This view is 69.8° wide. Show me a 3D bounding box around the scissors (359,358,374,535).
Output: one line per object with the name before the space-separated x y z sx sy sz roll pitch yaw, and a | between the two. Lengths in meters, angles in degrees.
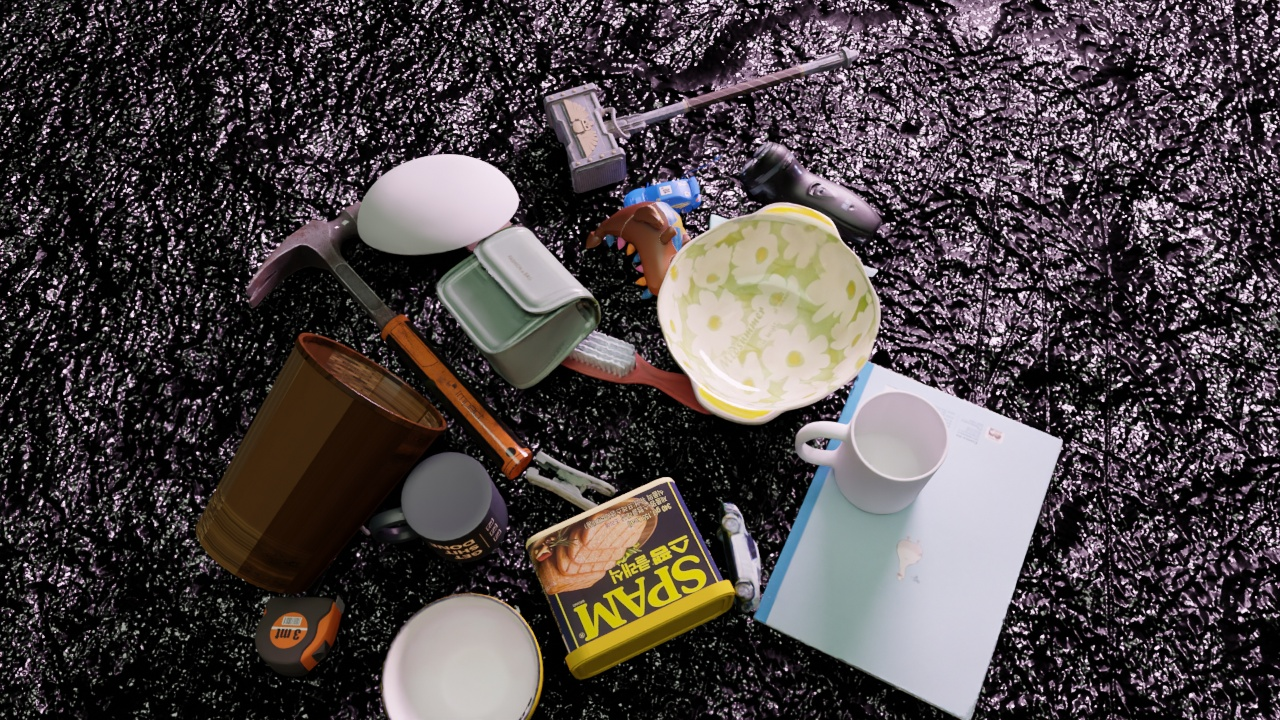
scissors | -0.259 0.073 0.803 0.158 0.014 0.141 40 74 15

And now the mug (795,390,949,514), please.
mug | 0.180 0.072 0.735 0.110 0.091 0.073 9 66 7

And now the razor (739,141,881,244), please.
razor | 0.162 -0.158 0.864 0.140 0.064 0.053 32 71 16

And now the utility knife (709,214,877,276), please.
utility knife | 0.143 -0.105 0.871 0.166 0.015 0.022 18 66 6

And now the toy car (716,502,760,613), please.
toy car | 0.081 0.157 0.740 0.027 0.039 0.089 -8 67 -4

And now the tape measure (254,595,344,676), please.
tape measure | -0.271 0.219 0.727 0.058 0.038 0.058 0 52 1

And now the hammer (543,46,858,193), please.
hammer | 0.071 -0.263 0.925 0.322 0.044 0.098 -19 67 -6

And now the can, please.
can | -0.010 0.169 0.719 0.135 0.075 0.104 -23 65 -8

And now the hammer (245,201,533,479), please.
hammer | -0.217 -0.008 0.819 0.137 0.035 0.314 -37 72 -26

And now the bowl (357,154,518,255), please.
bowl | -0.190 -0.154 0.841 0.149 0.043 0.149 -4 39 3

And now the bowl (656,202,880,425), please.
bowl | 0.110 -0.034 0.813 0.188 0.060 0.218 18 67 10

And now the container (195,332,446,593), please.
container | -0.256 0.084 0.722 0.132 0.132 0.167 36 92 16

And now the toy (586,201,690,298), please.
toy | -0.002 -0.100 0.861 0.103 0.070 0.090 -15 80 22

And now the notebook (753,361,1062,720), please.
notebook | 0.225 0.137 0.760 0.181 0.009 0.252 24 69 13

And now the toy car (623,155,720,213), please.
toy car | 0.029 -0.167 0.874 0.092 0.062 0.033 -12 66 -4

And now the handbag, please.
handbag | -0.109 -0.052 0.803 0.106 0.067 0.122 -40 54 -6

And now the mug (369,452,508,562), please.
mug | -0.165 0.125 0.741 0.105 0.077 0.071 -16 66 -5

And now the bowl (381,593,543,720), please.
bowl | -0.129 0.241 0.694 0.117 0.068 0.117 -1 65 2

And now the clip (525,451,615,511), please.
clip | -0.059 0.105 0.777 0.076 0.023 0.042 24 71 14

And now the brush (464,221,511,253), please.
brush | -0.139 -0.110 0.883 0.049 0.015 0.135 -35 75 -14

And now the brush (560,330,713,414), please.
brush | -0.005 0.005 0.816 0.172 0.030 0.040 20 68 10
